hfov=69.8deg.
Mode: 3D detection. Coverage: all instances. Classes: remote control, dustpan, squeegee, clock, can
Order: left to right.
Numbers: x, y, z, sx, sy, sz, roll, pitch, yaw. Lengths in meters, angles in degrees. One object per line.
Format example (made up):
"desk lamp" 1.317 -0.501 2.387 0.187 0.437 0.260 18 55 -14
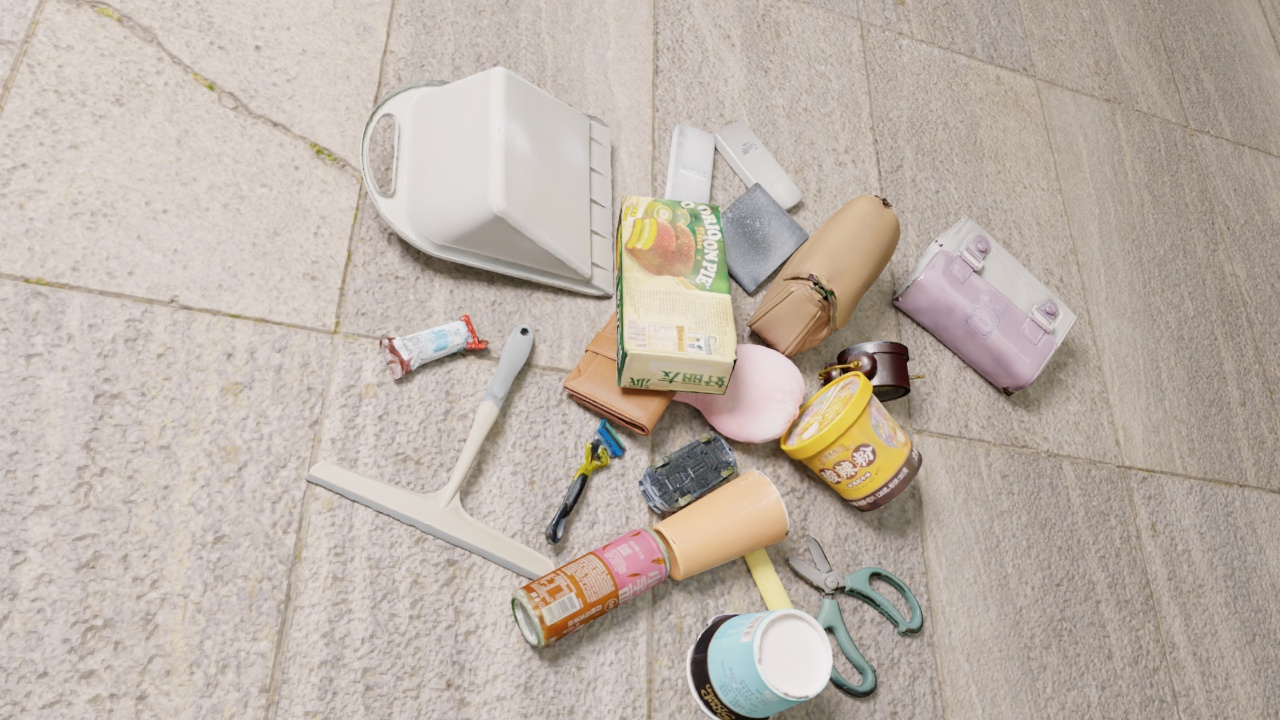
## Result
"squeegee" -0.151 0.057 0.896 0.246 0.039 0.245 27 59 -9
"dustpan" -0.157 -0.194 0.986 0.257 0.143 0.222 26 58 -56
"can" -0.045 0.210 0.856 0.147 0.058 0.058 -22 76 -29
"remote control" 0.061 -0.231 1.131 0.056 0.020 0.135 16 61 -16
"remote control" 0.150 -0.245 1.175 0.056 0.019 0.135 -34 82 -31
"clock" 0.261 0.014 1.062 0.121 0.082 0.055 7 70 -27

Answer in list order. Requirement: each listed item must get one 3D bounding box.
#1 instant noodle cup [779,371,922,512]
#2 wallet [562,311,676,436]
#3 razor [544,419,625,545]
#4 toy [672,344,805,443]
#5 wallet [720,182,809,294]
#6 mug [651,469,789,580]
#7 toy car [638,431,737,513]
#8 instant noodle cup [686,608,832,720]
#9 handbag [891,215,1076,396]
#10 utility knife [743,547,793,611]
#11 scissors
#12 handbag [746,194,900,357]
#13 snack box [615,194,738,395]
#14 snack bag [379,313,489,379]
"instant noodle cup" 0.233 0.093 0.998 0.114 0.119 0.118 46 57 -7
"wallet" -0.006 0.006 0.968 0.108 0.031 0.131 27 57 12
"razor" -0.060 0.124 0.909 0.042 0.022 0.142 53 48 -27
"toy" 0.100 0.025 1.007 0.159 0.054 0.121 24 59 4
"wallet" 0.138 -0.150 1.118 0.097 0.019 0.120 47 67 1
"mug" 0.077 0.168 0.917 0.122 0.078 0.078 -22 76 -20
"toy car" 0.051 0.116 0.955 0.120 0.037 0.054 -25 77 -40
"instant noodle cup" 0.117 0.281 0.852 0.111 0.121 0.111 9 63 -19
"handbag" 0.439 -0.069 1.172 0.197 0.099 0.144 42 63 1
"utility knife" 0.136 0.231 0.945 0.030 0.019 0.175 -14 73 -30
"scissors" 0.215 0.271 0.959 0.174 0.019 0.176 30 59 -9
"handbag" 0.217 -0.094 1.055 0.100 0.148 0.204 39 62 1
"snack box" 0.033 -0.075 0.976 0.114 0.063 0.239 4 48 -8
"snack bag" -0.205 -0.017 0.915 0.105 0.026 0.045 -20 76 -28
